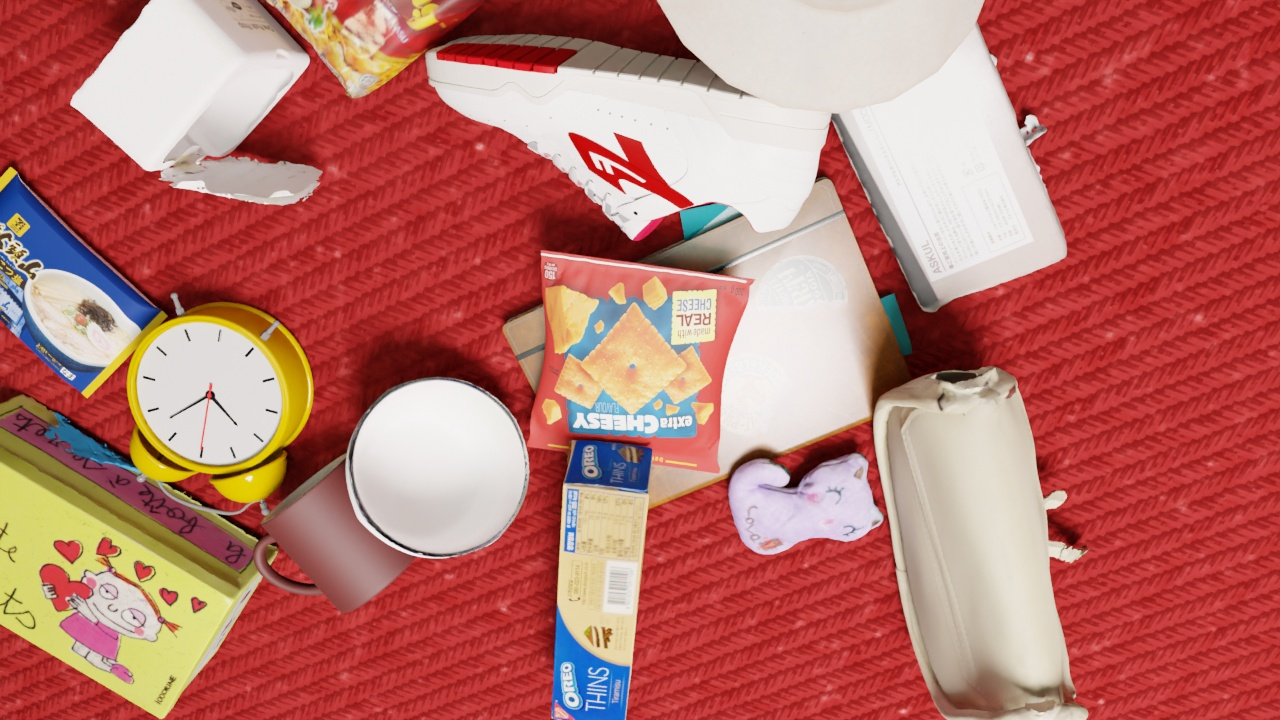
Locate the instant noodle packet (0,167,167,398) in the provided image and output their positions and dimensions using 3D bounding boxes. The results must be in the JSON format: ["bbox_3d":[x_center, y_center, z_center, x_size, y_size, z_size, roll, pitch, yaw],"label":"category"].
[{"bbox_3d":[-0.398,-0.050,0.619,0.087,0.026,0.134,-41,101,11],"label":"instant noodle packet"}]

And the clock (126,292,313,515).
[{"bbox_3d":[-0.289,0.033,0.625,0.113,0.052,0.152,15,104,-1],"label":"clock"}]

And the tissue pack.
[{"bbox_3d":[0.180,-0.131,0.544,0.104,0.071,0.181,-24,102,26],"label":"tissue pack"}]

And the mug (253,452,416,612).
[{"bbox_3d":[-0.217,0.128,0.636,0.106,0.073,0.082,-35,102,11],"label":"mug"}]

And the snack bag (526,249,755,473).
[{"bbox_3d":[-0.004,0.003,0.585,0.131,0.039,0.144,8,120,1],"label":"snack bag"}]

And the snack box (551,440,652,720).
[{"bbox_3d":[-0.029,0.156,0.626,0.057,0.056,0.207,6,117,1],"label":"snack box"}]

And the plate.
[{"bbox_3d":[0.094,-0.221,0.458,0.188,0.027,0.188,0,91,-7],"label":"plate"}]

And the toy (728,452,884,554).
[{"bbox_3d":[0.110,0.095,0.624,0.100,0.036,0.080,-16,114,9],"label":"toy"}]

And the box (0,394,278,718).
[{"bbox_3d":[-0.390,0.135,0.647,0.221,0.082,0.124,35,106,-8],"label":"box"}]

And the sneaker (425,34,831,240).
[{"bbox_3d":[-0.014,-0.125,0.541,0.237,0.090,0.104,11,120,7],"label":"sneaker"}]

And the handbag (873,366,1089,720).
[{"bbox_3d":[0.227,0.110,0.558,0.132,0.184,0.229,-15,89,5],"label":"handbag"}]

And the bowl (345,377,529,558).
[{"bbox_3d":[-0.137,0.073,0.600,0.116,0.066,0.116,8,73,-26],"label":"bowl"}]

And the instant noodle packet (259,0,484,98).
[{"bbox_3d":[-0.153,-0.225,0.534,0.136,0.039,0.098,-29,104,23],"label":"instant noodle packet"}]

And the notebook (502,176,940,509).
[{"bbox_3d":[0.050,-0.010,0.609,0.249,0.014,0.178,-23,104,10],"label":"notebook"}]

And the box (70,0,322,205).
[{"bbox_3d":[-0.233,-0.136,0.541,0.103,0.109,0.130,-42,99,14],"label":"box"}]
